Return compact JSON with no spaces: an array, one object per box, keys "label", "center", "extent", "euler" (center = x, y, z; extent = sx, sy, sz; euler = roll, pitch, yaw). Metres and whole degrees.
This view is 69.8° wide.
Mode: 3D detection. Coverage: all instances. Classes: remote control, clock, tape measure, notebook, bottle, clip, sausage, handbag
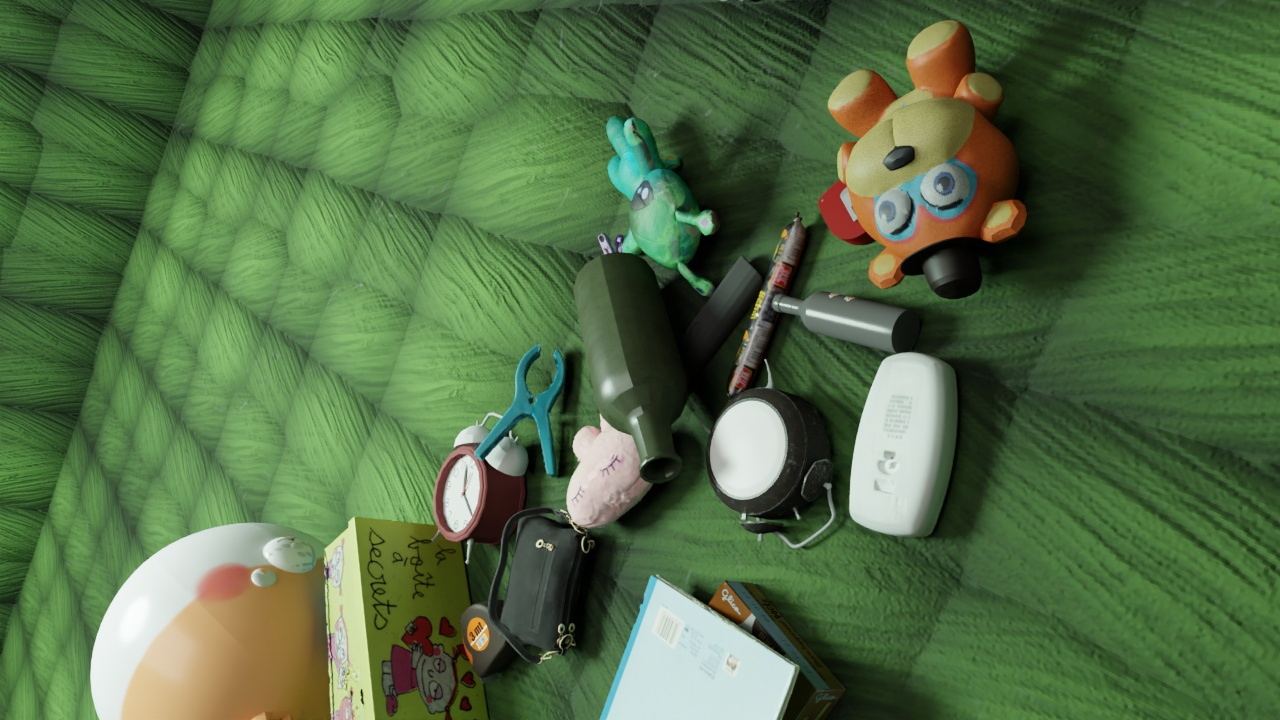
[{"label":"remote control","center":[0.164,0.052,0.572],"extent":[0.060,0.028,0.114],"euler":[3,80,48]},{"label":"clock","center":[0.087,0.068,0.640],"extent":[0.091,0.043,0.122],"euler":[-45,48,28]},{"label":"tape measure","center":[-0.133,0.247,0.829],"extent":[0.059,0.038,0.058],"euler":[48,114,30]},{"label":"remote control","center":[0.047,-0.018,0.734],"extent":[0.147,0.015,0.033],"euler":[-54,44,20]},{"label":"notebook","center":[0.008,0.287,0.605],"extent":[0.181,0.009,0.253],"euler":[14,82,63]},{"label":"bottle","center":[0.135,-0.030,0.631],"extent":[0.113,0.030,0.030],"euler":[19,92,49]},{"label":"clip","center":[-0.019,-0.096,0.835],"extent":[0.014,0.045,0.051],"euler":[-27,101,40]},{"label":"bottle","center":[-0.004,0.004,0.710],"extent":[0.072,0.071,0.206],"euler":[-45,39,28]},{"label":"sausage","center":[0.094,-0.037,0.686],"extent":[0.020,0.020,0.155],"euler":[24,95,49]},{"label":"handbag","center":[-0.081,0.190,0.778],"extent":[0.079,0.054,0.128],"euler":[0,75,44]},{"label":"clock","center":[-0.154,0.119,0.883],"extent":[0.096,0.048,0.137],"euler":[14,89,49]},{"label":"clip","center":[-0.110,0.041,0.846],"extent":[0.027,0.103,0.120],"euler":[110,177,-74]},{"label":"tape measure","center":[0.156,-0.111,0.642],"extent":[0.059,0.019,0.051],"euler":[-41,50,31]}]

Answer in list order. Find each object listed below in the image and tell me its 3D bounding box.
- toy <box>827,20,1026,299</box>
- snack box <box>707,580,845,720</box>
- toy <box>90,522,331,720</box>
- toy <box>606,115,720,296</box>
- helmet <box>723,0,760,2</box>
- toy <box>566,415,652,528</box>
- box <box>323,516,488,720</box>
[{"label":"toy","center":[0.180,-0.120,0.574],"extent":[0.112,0.096,0.176],"euler":[-26,70,35]},{"label":"snack box","center":[0.049,0.257,0.628],"extent":[0.101,0.031,0.186],"euler":[45,111,45]},{"label":"toy","center":[-0.395,0.300,0.935],"extent":[0.281,0.262,0.266],"euler":[27,100,31]},{"label":"toy","center":[0.015,-0.139,0.775],"extent":[0.131,0.072,0.193],"euler":[89,160,-44]},{"label":"helmet","center":[0.077,-0.380,0.704],"extent":[0.218,0.167,0.271],"euler":[-42,43,15]},{"label":"toy","center":[-0.025,0.082,0.758],"extent":[0.108,0.053,0.105],"euler":[-52,31,24]},{"label":"box","center":[-0.222,0.262,0.858],"extent":[0.080,0.124,0.220],"euler":[-38,50,33]}]
